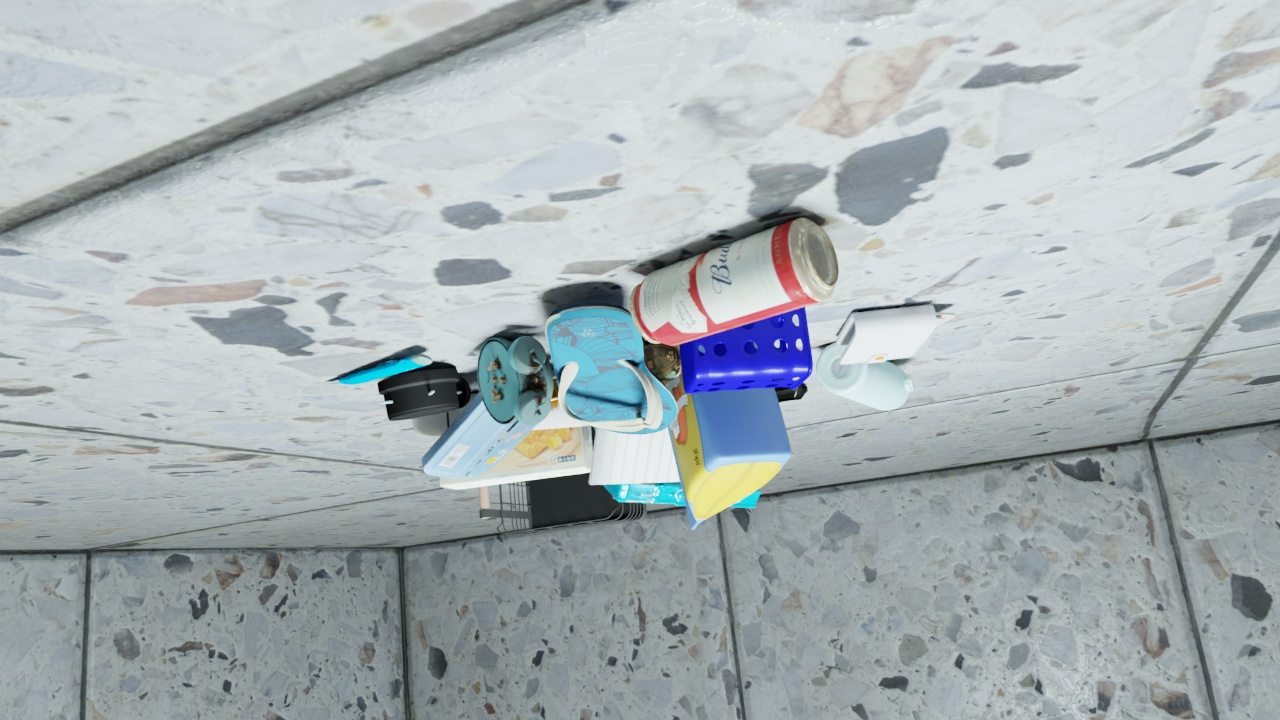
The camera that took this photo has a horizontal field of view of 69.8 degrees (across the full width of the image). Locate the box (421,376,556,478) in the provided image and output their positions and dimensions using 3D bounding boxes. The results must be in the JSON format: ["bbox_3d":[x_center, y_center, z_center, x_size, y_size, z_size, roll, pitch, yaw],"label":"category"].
[{"bbox_3d":[-0.161,0.074,1.094,0.127,0.034,0.210,9,135,-49],"label":"box"}]

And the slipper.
[{"bbox_3d":[-0.032,0.032,0.919,0.118,0.060,0.295,-1,155,9],"label":"slipper"}]

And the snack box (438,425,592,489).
[{"bbox_3d":[-0.172,0.112,1.259,0.208,0.104,0.057,-8,164,10],"label":"snack box"}]

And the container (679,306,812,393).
[{"bbox_3d":[0.099,-0.015,0.904,0.113,0.085,0.084,-4,165,-6],"label":"container"}]

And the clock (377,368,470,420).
[{"bbox_3d":[-0.243,0.040,1.038,0.091,0.042,0.120,-12,174,5],"label":"clock"}]

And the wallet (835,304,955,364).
[{"bbox_3d":[0.286,-0.030,1.026,0.115,0.037,0.118,-6,163,0],"label":"wallet"}]

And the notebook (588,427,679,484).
[{"bbox_3d":[0.034,0.092,1.209,0.209,0.143,0.009,3,-169,-32],"label":"notebook"}]

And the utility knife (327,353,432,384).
[{"bbox_3d":[-0.283,0.012,0.989,0.175,0.015,0.031,-14,161,35],"label":"utility knife"}]

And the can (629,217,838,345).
[{"bbox_3d":[0.073,-0.060,0.746,0.171,0.067,0.067,-16,163,36],"label":"can"}]

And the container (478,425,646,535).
[{"bbox_3d":[-0.116,0.176,1.411,0.242,0.162,0.130,-12,165,22],"label":"container"}]

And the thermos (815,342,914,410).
[{"bbox_3d":[0.292,0.024,1.181,0.078,0.065,0.206,-12,165,30],"label":"thermos"}]

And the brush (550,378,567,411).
[{"bbox_3d":[-0.100,0.039,1.015,0.126,0.017,0.048,-12,-151,-19],"label":"brush"}]

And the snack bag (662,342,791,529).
[{"bbox_3d":[0.078,0.089,1.071,0.102,0.158,0.206,-1,149,-20],"label":"snack bag"}]

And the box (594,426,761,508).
[{"bbox_3d":[0.042,0.144,1.317,0.226,0.181,0.072,7,127,-27],"label":"box"}]

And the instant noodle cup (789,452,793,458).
[{"bbox_3d":[0.125,0.070,1.175,0.123,0.121,0.124,-6,166,-2],"label":"instant noodle cup"}]

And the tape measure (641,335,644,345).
[{"bbox_3d":[-0.033,-0.016,0.936,0.062,0.038,0.067,0,166,-21],"label":"tape measure"}]

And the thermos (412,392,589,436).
[{"bbox_3d":[-0.176,0.065,1.170,0.224,0.052,0.052,-3,166,-11],"label":"thermos"}]

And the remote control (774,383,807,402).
[{"bbox_3d":[0.170,0.058,1.354,0.151,0.022,0.047,-13,165,27],"label":"remote control"}]

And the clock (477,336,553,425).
[{"bbox_3d":[-0.122,0.019,0.930,0.053,0.090,0.124,-10,-171,-37],"label":"clock"}]

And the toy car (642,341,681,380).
[{"bbox_3d":[-0.006,0.006,1.016,0.112,0.047,0.047,-20,161,40],"label":"toy car"}]
